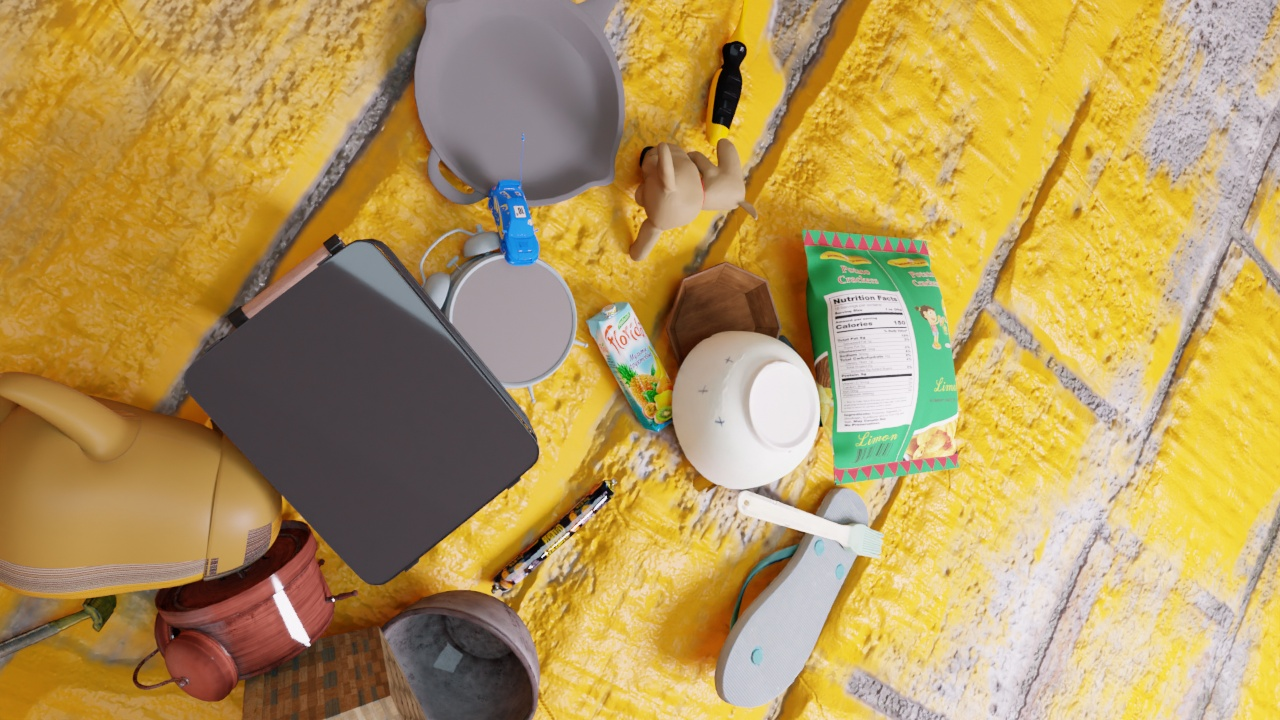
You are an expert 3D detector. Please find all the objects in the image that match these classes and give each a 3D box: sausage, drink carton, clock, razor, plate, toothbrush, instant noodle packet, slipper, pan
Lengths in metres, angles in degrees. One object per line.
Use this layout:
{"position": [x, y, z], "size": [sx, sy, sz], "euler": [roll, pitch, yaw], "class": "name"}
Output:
{"position": [-0.079, 0.163, 0.854], "size": [0.155, 0.020, 0.020], "euler": [-40, 108, -18], "class": "sausage"}
{"position": [-0.005, 0.005, 0.869], "size": [0.044, 0.039, 0.129], "euler": [-34, 106, -20], "class": "drink carton"}
{"position": [-0.308, 0.191, 0.697], "size": [0.157, 0.121, 0.072], "euler": [-29, 112, -29], "class": "clock"}
{"position": [-0.449, 0.204, 0.681], "size": [0.105, 0.042, 0.026], "euler": [-23, 104, -13], "class": "razor"}
{"position": [-0.126, -0.044, 0.808], "size": [0.122, 0.045, 0.159], "euler": [-48, 111, -16], "class": "clock"}
{"position": [0.079, -0.033, 0.913], "size": [0.131, 0.025, 0.131], "euler": [-1, 93, -25], "class": "plate"}
{"position": [0.093, -0.305, 0.905], "size": [0.031, 0.031, 0.196], "euler": [17, 81, -28], "class": "toothbrush"}
{"position": [0.252, -0.007, 0.951], "size": [0.195, 0.091, 0.252], "euler": [-1, 82, -36], "class": "instant noodle packet"}
{"position": [0.156, 0.247, 0.959], "size": [0.268, 0.055, 0.098], "euler": [-48, 113, -27], "class": "slipper"}
{"position": [-0.070, -0.283, 0.831], "size": [0.216, 0.024, 0.354], "euler": [42, 77, -21], "class": "pan"}

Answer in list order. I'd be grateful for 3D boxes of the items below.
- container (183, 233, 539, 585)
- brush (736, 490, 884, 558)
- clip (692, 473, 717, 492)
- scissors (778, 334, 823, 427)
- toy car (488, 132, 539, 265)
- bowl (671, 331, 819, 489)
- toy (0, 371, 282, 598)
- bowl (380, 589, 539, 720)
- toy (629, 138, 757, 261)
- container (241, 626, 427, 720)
{"position": [-0.204, 0.032, 0.707], "size": [0.162, 0.130, 0.241], "euler": [-39, 104, -4], "class": "container"}
{"position": [0.177, 0.168, 0.939], "size": [0.217, 0.012, 0.033], "euler": [22, 73, -33], "class": "brush"}
{"position": [0.074, 0.102, 0.914], "size": [0.039, 0.053, 0.047], "euler": [1, 63, -26], "class": "clip"}
{"position": [0.177, 0.040, 0.949], "size": [0.019, 0.129, 0.137], "euler": [-27, 148, 16], "class": "scissors"}
{"position": [-0.100, -0.134, 0.772], "size": [0.033, 0.062, 0.092], "euler": [-8, 72, -34], "class": "toy car"}
{"position": [0.111, 0.044, 0.864], "size": [0.153, 0.073, 0.153], "euler": [4, 83, -31], "class": "bowl"}
{"position": [-0.360, 0.092, 0.651], "size": [0.203, 0.162, 0.199], "euler": [10, 127, -21], "class": "toy"}
{"position": [-0.147, 0.250, 0.782], "size": [0.145, 0.067, 0.145], "euler": [5, 116, 11], "class": "bowl"}
{"position": [0.044, -0.162, 0.857], "size": [0.108, 0.134, 0.105], "euler": [-12, 55, -24], "class": "toy"}
{"position": [-0.244, 0.350, 0.702], "size": [0.186, 0.157, 0.250], "euler": [-24, 110, -14], "class": "container"}
